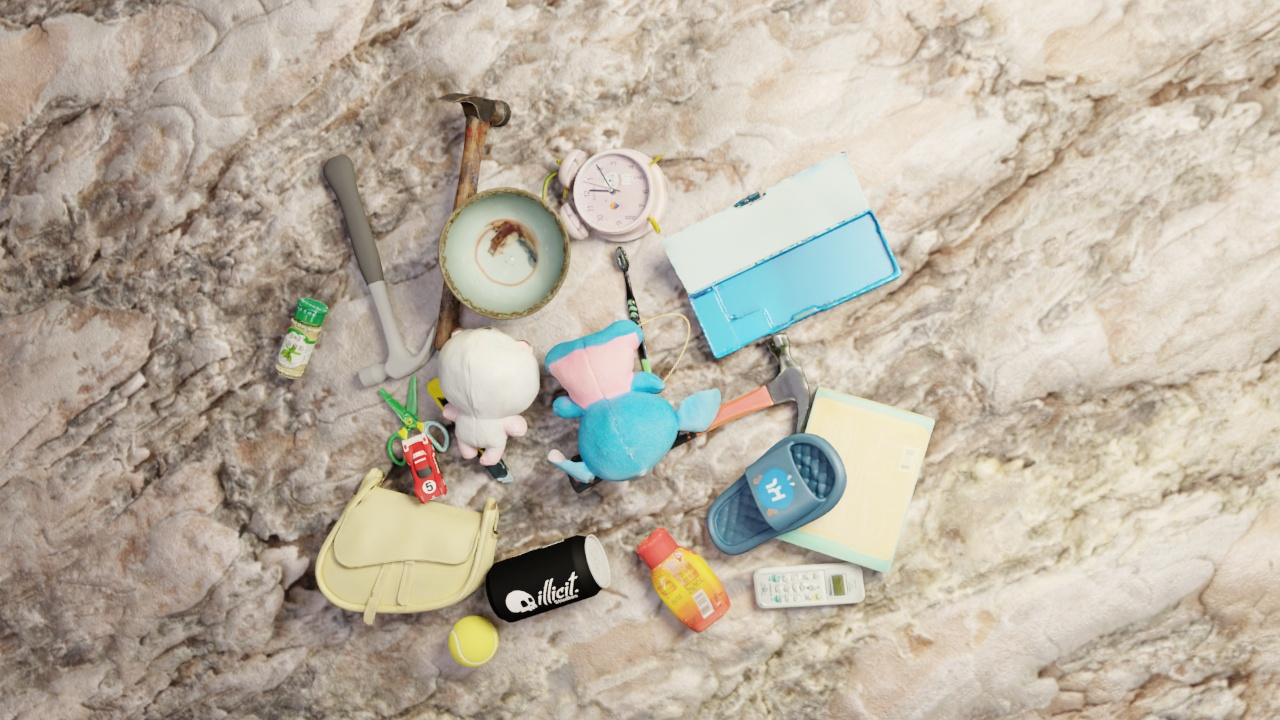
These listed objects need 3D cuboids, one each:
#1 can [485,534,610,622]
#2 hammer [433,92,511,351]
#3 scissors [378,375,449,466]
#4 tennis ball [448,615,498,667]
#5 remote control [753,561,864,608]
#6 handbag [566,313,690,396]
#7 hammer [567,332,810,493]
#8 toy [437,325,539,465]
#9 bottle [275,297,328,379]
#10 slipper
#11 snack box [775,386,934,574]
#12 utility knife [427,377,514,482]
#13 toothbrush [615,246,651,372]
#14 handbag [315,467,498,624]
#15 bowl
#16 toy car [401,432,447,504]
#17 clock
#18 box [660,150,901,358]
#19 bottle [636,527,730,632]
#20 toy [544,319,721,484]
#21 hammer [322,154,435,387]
[{"bbox_3d":[-0.119,0.280,1.180,0.146,0.080,0.080,-21,89,12],"label":"can"},{"bbox_3d":[-0.234,-0.171,1.172,0.033,0.119,0.330,16,103,24],"label":"hammer"},{"bbox_3d":[-0.305,0.083,1.242,0.123,0.011,0.127,8,97,10],"label":"scissors"},{"bbox_3d":[-0.221,0.372,1.215,0.065,0.065,0.065,1,93,12],"label":"tennis ball"},{"bbox_3d":[0.209,0.279,1.141,0.133,0.022,0.050,-7,92,12],"label":"remote control"},{"bbox_3d":[-0.008,0.008,1.166,0.178,0.027,0.084,-44,88,11],"label":"handbag"},{"bbox_3d":[0.055,0.089,1.159,0.334,0.033,0.133,-23,89,13],"label":"hammer"},{"bbox_3d":[-0.199,0.046,1.176,0.139,0.101,0.180,10,104,14],"label":"toy"},{"bbox_3d":[-0.464,-0.030,1.254,0.043,0.042,0.110,27,100,9],"label":"bottle"},{"bbox_3d":[0.152,0.160,1.096,0.214,0.059,0.103,-40,57,34],"label":"slipper"},{"bbox_3d":[0.257,0.143,1.111,0.141,0.044,0.193,16,96,12],"label":"snack box"},{"bbox_3d":[-0.225,0.096,1.223,0.029,0.020,0.174,-39,86,13],"label":"utility knife"},{"bbox_3d":[-0.007,-0.054,1.169,0.014,0.017,0.188,-12,92,18],"label":"toothbrush"},{"bbox_3d":[-0.307,0.252,1.216,0.233,0.088,0.191,11,92,11],"label":"handbag"},{"bbox_3d":[-0.168,-0.135,1.149,0.160,0.094,0.160,-1,98,-5],"label":"bowl"},{"bbox_3d":[-0.284,0.142,1.206,0.038,0.025,0.089,-22,59,-6],"label":"toy car"},{"bbox_3d":[-0.046,-0.208,1.146,0.158,0.058,0.117,2,94,12],"label":"clock"},{"bbox_3d":[0.167,-0.125,1.107,0.244,0.059,0.175,-25,105,12],"label":"box"},{"bbox_3d":[0.051,0.274,1.160,0.071,0.048,0.134,-40,85,11],"label":"bottle"},{"bbox_3d":[-0.022,0.047,1.115,0.224,0.099,0.191,-22,82,7],"label":"toy"},{"bbox_3d":[-0.359,-0.127,1.232,0.125,0.029,0.311,-18,89,13],"label":"hammer"}]
